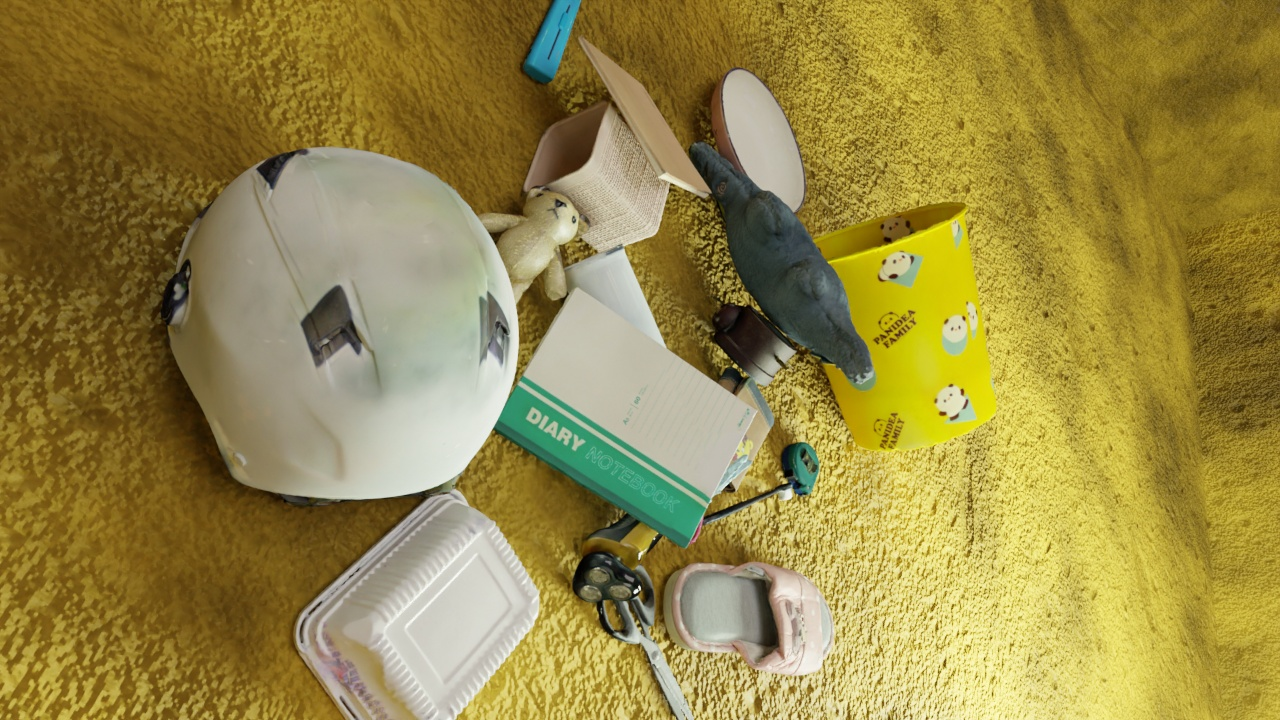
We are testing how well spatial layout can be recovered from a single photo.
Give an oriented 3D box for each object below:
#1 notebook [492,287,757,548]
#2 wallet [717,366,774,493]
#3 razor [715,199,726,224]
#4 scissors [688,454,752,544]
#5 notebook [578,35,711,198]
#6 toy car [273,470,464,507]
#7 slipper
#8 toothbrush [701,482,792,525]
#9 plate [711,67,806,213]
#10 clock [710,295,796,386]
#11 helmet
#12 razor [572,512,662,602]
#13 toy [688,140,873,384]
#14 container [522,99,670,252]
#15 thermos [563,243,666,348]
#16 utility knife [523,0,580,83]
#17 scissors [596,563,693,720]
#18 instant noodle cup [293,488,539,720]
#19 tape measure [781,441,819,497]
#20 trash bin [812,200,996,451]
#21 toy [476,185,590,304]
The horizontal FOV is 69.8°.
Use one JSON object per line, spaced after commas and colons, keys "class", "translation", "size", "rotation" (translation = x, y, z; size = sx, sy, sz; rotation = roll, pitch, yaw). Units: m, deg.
{"class": "notebook", "translation": [-0.010, 0.052, 0.822], "size": [0.209, 0.012, 0.150], "rotation": [34, 71, -13]}
{"class": "wallet", "translation": [0.099, 0.074, 0.999], "size": [0.090, 0.033, 0.115], "rotation": [55, 48, -22]}
{"class": "razor", "translation": [0.107, -0.175, 1.092], "size": [0.042, 0.022, 0.142], "rotation": [-27, 97, -78]}
{"class": "scissors", "translation": [0.073, 0.138, 0.938], "size": [0.135, 0.017, 0.064], "rotation": [-29, 94, -34]}
{"class": "notebook", "translation": [0.010, -0.238, 0.926], "size": [0.149, 0.012, 0.211], "rotation": [59, 15, 4]}
{"class": "toy car", "translation": [-0.197, 0.068, 0.665], "size": [0.157, 0.042, 0.070], "rotation": [3, 72, -42]}
{"class": "slipper", "translation": [0.129, 0.264, 0.951], "size": [0.274, 0.055, 0.114], "rotation": [23, 61, -41]}
{"class": "toothbrush", "translation": [0.116, 0.159, 1.001], "size": [0.180, 0.016, 0.018], "rotation": [-8, 92, -49]}
{"class": "plate", "translation": [0.140, -0.264, 1.134], "size": [0.192, 0.039, 0.192], "rotation": [28, 53, -45]}
{"class": "clock", "translation": [0.119, -0.026, 1.015], "size": [0.122, 0.055, 0.082], "rotation": [47, 13, 13]}
{"class": "helmet", "translation": [-0.180, -0.045, 0.607], "size": [0.228, 0.146, 0.258], "rotation": [1, 64, -40]}
{"class": "razor", "translation": [0.002, 0.160, 0.841], "size": [0.067, 0.062, 0.167], "rotation": [34, 40, 16]}
{"class": "toy", "translation": [0.156, -0.102, 1.005], "size": [0.356, 0.091, 0.138], "rotation": [60, 6, 27]}
{"class": "container", "translation": [-0.037, -0.172, 0.886], "size": [0.111, 0.090, 0.089], "rotation": [39, 52, -37]}
{"class": "thermos", "translation": [-0.005, 0.005, 0.880], "size": [0.073, 0.073, 0.224], "rotation": [-33, 103, -48]}
{"class": "utility knife", "translation": [-0.081, -0.361, 0.951], "size": [0.034, 0.018, 0.202], "rotation": [38, 51, -33]}
{"class": "scissors", "translation": [0.017, 0.268, 0.858], "size": [0.173, 0.014, 0.142], "rotation": [35, 55, -35]}
{"class": "instant noodle cup", "translation": [-0.146, 0.189, 0.671], "size": [0.173, 0.060, 0.138], "rotation": [-44, 110, -44]}
{"class": "tape measure", "translation": [0.192, 0.124, 1.087], "size": [0.054, 0.025, 0.058], "rotation": [52, 45, -24]}
{"class": "trash bin", "translation": [0.318, -0.039, 1.141], "size": [0.228, 0.230, 0.255], "rotation": [-31, 107, -48]}
{"class": "toy", "translation": [-0.107, -0.089, 0.799], "size": [0.105, 0.066, 0.156], "rotation": [37, 61, -6]}
